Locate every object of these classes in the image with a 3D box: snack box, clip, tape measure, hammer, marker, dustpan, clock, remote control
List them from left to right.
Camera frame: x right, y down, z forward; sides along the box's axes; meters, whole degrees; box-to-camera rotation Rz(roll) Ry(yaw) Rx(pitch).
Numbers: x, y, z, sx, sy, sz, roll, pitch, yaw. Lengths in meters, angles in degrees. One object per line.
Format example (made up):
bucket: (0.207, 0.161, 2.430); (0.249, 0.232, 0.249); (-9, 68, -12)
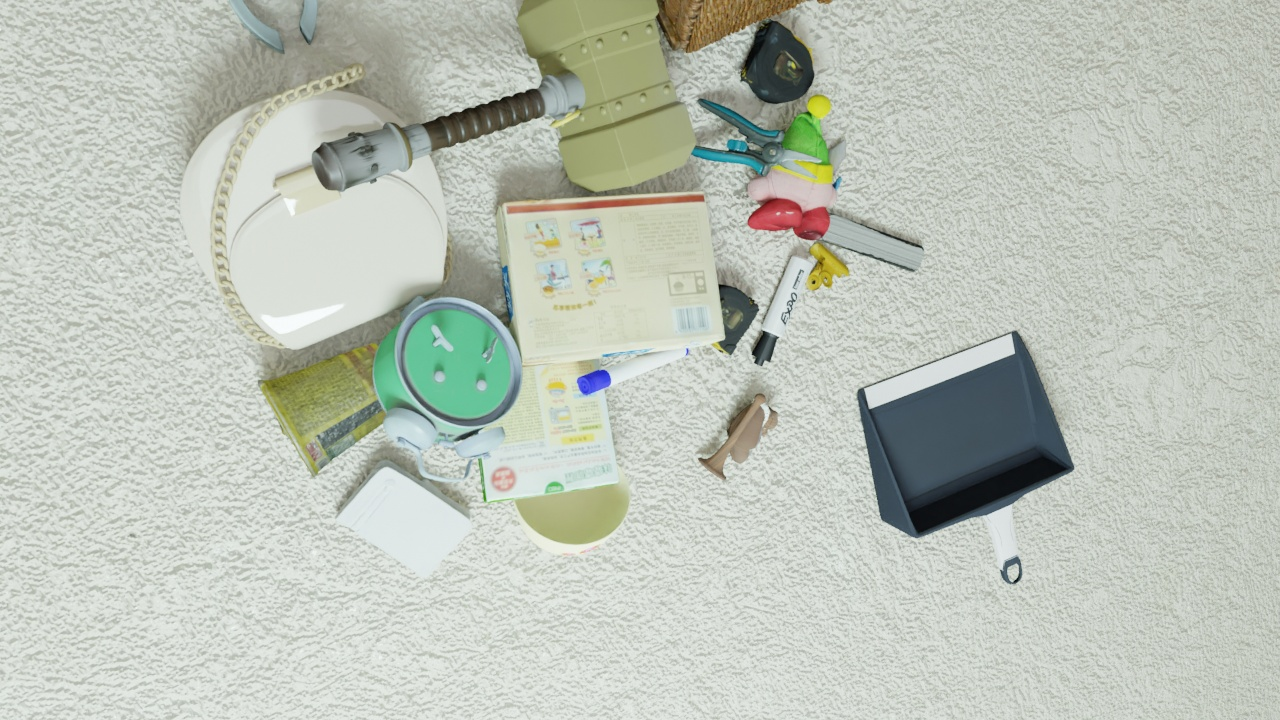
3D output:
clip: (-0.314, -0.353, 0.784); (0.108, 0.028, 0.163); (-29, 109, -14)
clock: (-0.169, 0.027, 0.811); (0.121, 0.076, 0.161); (14, 62, -34)
hammer: (-0.123, -0.212, 0.789); (0.324, 0.101, 0.190); (-28, 109, -30)
snack box: (-0.099, 0.048, 0.902); (0.131, 0.027, 0.168); (-6, 77, -19)
snack box: (-0.030, -0.081, 0.900); (0.207, 0.055, 0.153); (-7, 87, -18)
marker: (-0.006, 0.005, 0.933); (0.141, 0.020, 0.020); (-21, 108, -41)
tape measure: (0.088, -0.050, 0.975); (0.062, 0.038, 0.067); (37, 87, -21)
tape measure: (0.143, -0.302, 0.945); (0.072, 0.042, 0.071); (23, 89, -24)
marker: (0.153, -0.053, 1.005); (0.025, 0.025, 0.126); (22, 92, -22)
clip: (0.206, -0.098, 1.012); (0.053, 0.035, 0.046); (37, 79, -23)
remote control: (0.261, -0.132, 1.034); (0.136, 0.013, 0.033); (15, 94, -20)
dustpan: (0.403, 0.133, 1.097); (0.236, 0.080, 0.273); (-19, 106, -15)

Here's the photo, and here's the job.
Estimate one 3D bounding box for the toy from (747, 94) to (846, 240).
toy: (0.173, -0.197, 0.954); (0.124, 0.097, 0.131); (6, 79, -26)

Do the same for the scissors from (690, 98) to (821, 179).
scissors: (0.105, -0.218, 0.925); (0.149, 0.019, 0.122); (-15, 82, 16)

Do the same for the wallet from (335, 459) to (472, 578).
wallet: (-0.233, 0.155, 0.909); (0.086, 0.032, 0.116); (-45, 113, 5)

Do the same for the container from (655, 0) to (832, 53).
container: (0.089, -0.388, 0.800); (0.183, 0.250, 0.162); (-27, 93, -1)

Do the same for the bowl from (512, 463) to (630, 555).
bowl: (-0.075, 0.151, 0.932); (0.118, 0.117, 0.074); (-5, 144, -18)

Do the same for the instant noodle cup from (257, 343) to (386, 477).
instant noodle cup: (-0.277, 0.037, 0.840); (0.108, 0.102, 0.102); (-30, 109, -21)

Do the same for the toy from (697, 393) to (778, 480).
toy: (0.112, 0.081, 1.006); (0.102, 0.041, 0.054); (-57, 151, 8)

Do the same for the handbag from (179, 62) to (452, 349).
handbag: (-0.283, -0.131, 0.808); (0.210, 0.103, 0.209); (-24, 115, -13)
